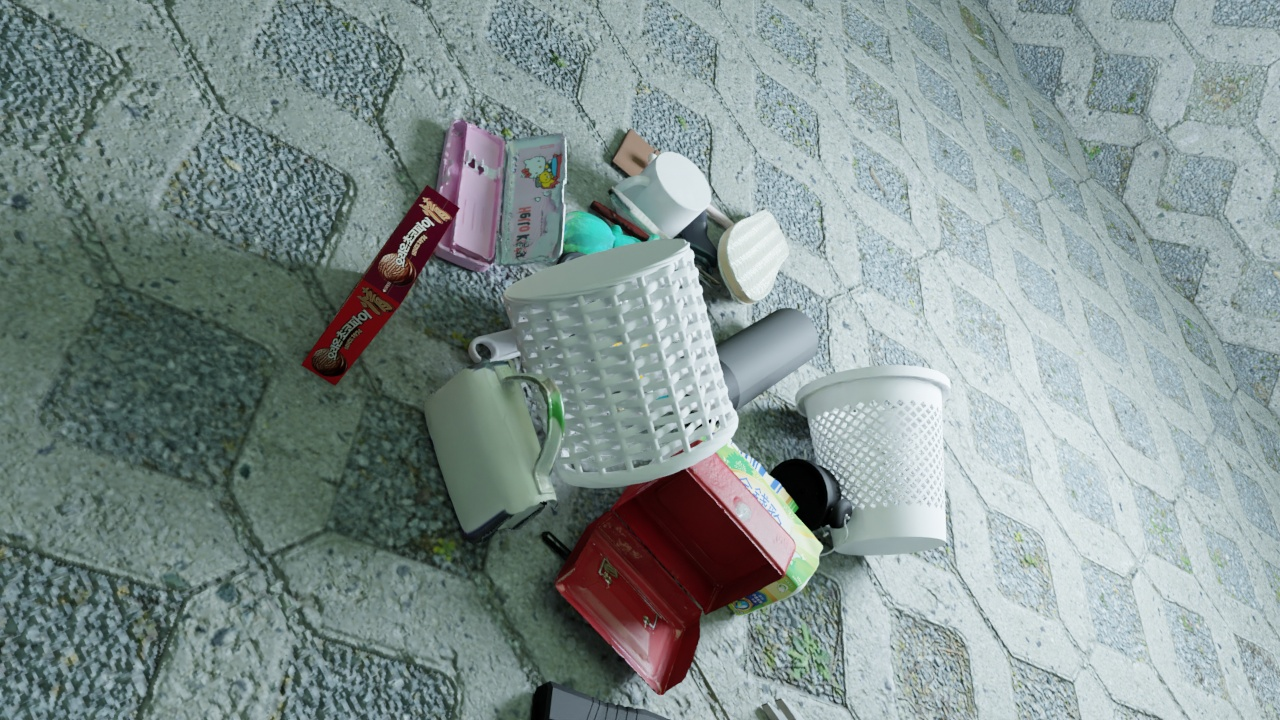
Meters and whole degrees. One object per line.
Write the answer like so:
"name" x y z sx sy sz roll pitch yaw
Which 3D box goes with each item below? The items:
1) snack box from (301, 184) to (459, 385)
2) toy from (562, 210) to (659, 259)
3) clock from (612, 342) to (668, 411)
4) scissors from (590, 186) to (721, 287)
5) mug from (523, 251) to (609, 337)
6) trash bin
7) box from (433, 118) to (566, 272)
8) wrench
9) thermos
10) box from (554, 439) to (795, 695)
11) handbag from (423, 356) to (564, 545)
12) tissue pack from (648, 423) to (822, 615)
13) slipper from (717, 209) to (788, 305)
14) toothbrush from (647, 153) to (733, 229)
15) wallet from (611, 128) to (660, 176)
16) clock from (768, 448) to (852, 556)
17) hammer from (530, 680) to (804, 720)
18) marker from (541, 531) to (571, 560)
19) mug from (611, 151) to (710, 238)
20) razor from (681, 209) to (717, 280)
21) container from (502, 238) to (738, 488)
"snack box" -0.237 -0.067 0.838 0.036 0.152 0.132 35 45 -17
"toy" -0.034 -0.140 1.116 0.193 0.073 0.130 20 36 -29
"clock" -0.006 0.006 1.059 0.099 0.044 0.129 28 56 -27
"scissors" 0.013 -0.157 1.164 0.015 0.185 0.179 -57 148 -14
"mug" -0.073 -0.066 0.999 0.077 0.071 0.105 15 88 -31
"trash bin" 0.301 0.134 1.153 0.195 0.196 0.199 14 64 -34
"box" -0.162 -0.187 1.053 0.153 0.067 0.201 8 56 -12
"wrench" -0.084 -0.037 1.050 0.272 0.018 0.066 -19 76 -45
"thermos" 0.131 0.006 1.154 0.239 0.082 0.082 -28 83 -47
"box" 0.042 0.189 0.891 0.156 0.170 0.156 47 18 -6
"handbag" -0.113 0.069 0.835 0.073 0.176 0.151 -7 68 -43
"tissue pack" 0.107 0.158 1.015 0.197 0.121 0.141 53 41 -9
"slipper" 0.153 -0.143 1.288 0.115 0.052 0.262 61 29 -11
"toothbrush" 0.078 -0.235 1.306 0.181 0.016 0.018 35 40 -27
"wallet" 0.019 -0.265 1.290 0.121 0.013 0.087 38 44 -17
"clock" 0.202 0.174 1.097 0.042 0.091 0.120 11 42 -48
"hammer" 0.045 0.366 0.875 0.328 0.039 0.131 25 48 -25
"marker" -0.043 0.222 0.915 0.152 0.011 0.011 45 43 -8
"mug" 0.018 -0.212 1.197 0.121 0.090 0.091 6 59 -38
"razor" 0.078 -0.178 1.253 0.052 0.047 0.142 -3 65 4
"container" -0.019 -0.002 0.888 0.188 0.190 0.187 -33 113 -47
